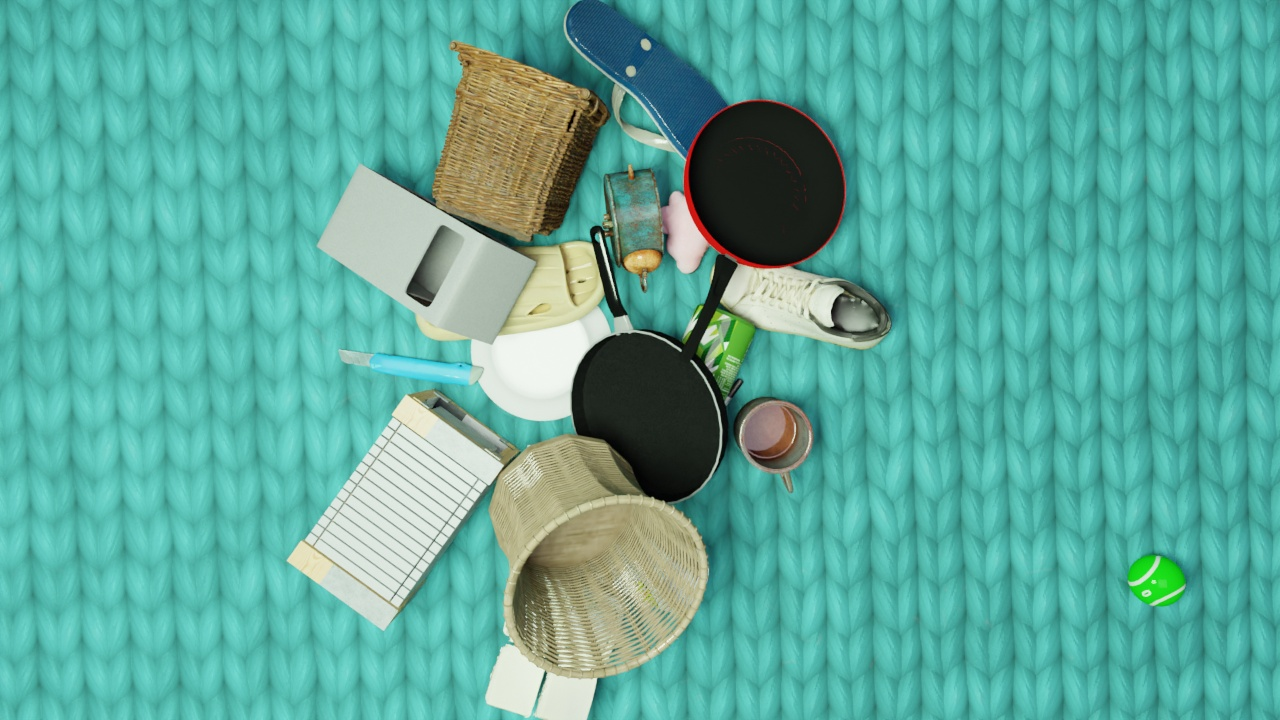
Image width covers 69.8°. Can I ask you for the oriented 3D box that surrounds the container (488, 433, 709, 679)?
[{"bbox_3d":[-0.062,0.211,1.056,0.226,0.196,0.227,-7,113,-17],"label":"container"}]

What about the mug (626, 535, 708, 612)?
[{"bbox_3d":[0.038,0.279,1.181,0.094,0.068,0.116,-42,122,-33],"label":"mug"}]

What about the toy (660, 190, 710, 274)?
[{"bbox_3d":[0.064,-0.173,1.189,0.093,0.050,0.102,39,95,-9],"label":"toy"}]

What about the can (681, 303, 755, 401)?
[{"bbox_3d":[0.083,0.007,1.178,0.083,0.083,0.144,24,92,0],"label":"can"}]

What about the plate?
[{"bbox_3d":[-0.131,-0.014,1.214,0.188,0.016,0.188,0,92,1],"label":"plate"}]

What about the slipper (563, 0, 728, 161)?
[{"bbox_3d":[0.018,-0.339,1.171,0.295,0.060,0.118,39,66,-17],"label":"slipper"}]

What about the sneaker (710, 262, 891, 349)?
[{"bbox_3d":[0.205,-0.073,1.164,0.241,0.102,0.089,18,91,1],"label":"sneaker"}]

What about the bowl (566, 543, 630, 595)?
[{"bbox_3d":[-0.061,0.270,1.208,0.110,0.040,0.110,0,92,0],"label":"bowl"}]

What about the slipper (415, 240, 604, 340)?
[{"bbox_3d":[-0.169,-0.090,1.171,0.261,0.079,0.111,-14,74,4],"label":"slipper"}]

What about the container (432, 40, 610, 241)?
[{"bbox_3d":[-0.147,-0.252,1.103,0.162,0.249,0.183,21,100,0],"label":"container"}]

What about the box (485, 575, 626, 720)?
[{"bbox_3d":[-0.106,0.360,1.159,0.145,0.066,0.185,16,72,-2],"label":"box"}]

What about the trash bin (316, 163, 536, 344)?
[{"bbox_3d":[-0.261,-0.130,1.118,0.229,0.114,0.114,31,95,27],"label":"trash bin"}]

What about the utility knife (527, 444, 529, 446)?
[{"bbox_3d":[-0.099,0.141,1.220,0.117,0.015,0.022,30,85,2],"label":"utility knife"}]

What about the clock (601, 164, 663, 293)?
[{"bbox_3d":[-0.013,-0.162,1.159,0.073,0.121,0.157,-9,97,-4],"label":"clock"}]

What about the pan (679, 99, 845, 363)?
[{"bbox_3d":[0.121,-0.152,1.120,0.209,0.067,0.355,29,78,-11],"label":"pan"}]

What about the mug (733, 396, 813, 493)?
[{"bbox_3d":[0.171,0.108,1.169,0.096,0.110,0.123,-15,92,6],"label":"mug"}]

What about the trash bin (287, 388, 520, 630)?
[{"bbox_3d":[-0.290,0.179,1.158,0.142,0.142,0.247,36,92,0],"label":"trash bin"}]

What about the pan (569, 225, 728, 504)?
[{"bbox_3d":[-0.007,0.006,1.138,0.226,0.034,0.356,-8,100,36],"label":"pan"}]

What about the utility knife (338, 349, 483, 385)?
[{"bbox_3d":[-0.306,0.007,1.218,0.196,0.015,0.031,10,89,1],"label":"utility knife"}]

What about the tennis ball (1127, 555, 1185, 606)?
[{"bbox_3d":[0.667,0.285,1.186,0.065,0.065,0.065,0,91,1],"label":"tennis ball"}]

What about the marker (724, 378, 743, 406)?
[{"bbox_3d":[0.089,0.086,1.217,0.011,0.011,0.152,36,91,0],"label":"marker"}]
